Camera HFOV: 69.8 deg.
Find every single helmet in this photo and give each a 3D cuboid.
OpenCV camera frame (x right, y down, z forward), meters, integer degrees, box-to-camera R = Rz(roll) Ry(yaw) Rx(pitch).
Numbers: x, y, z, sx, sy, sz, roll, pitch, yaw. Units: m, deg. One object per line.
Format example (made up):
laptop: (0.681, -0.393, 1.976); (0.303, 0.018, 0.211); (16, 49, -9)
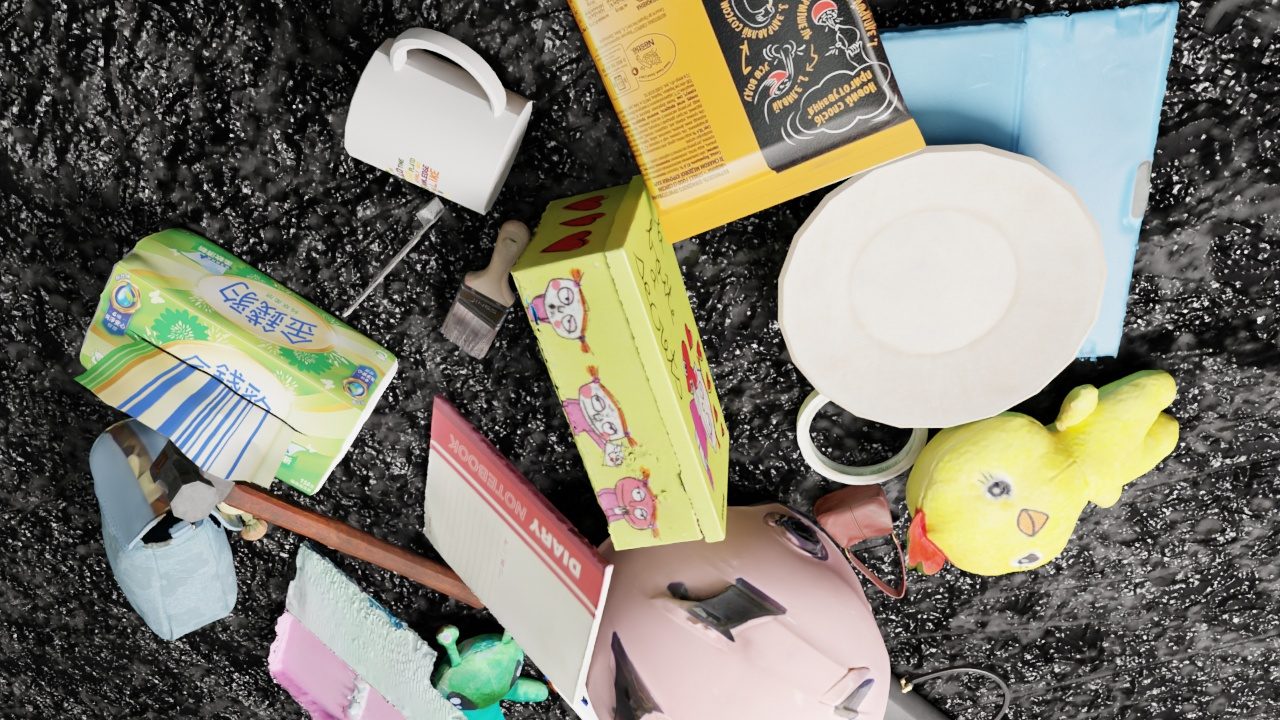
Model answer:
helmet: (0.068, 0.234, 0.686); (0.230, 0.152, 0.255); (-43, 103, 10)

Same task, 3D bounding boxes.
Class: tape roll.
tape roll: (0.161, 0.051, 0.670); (0.093, 0.013, 0.093); (4, 122, 7)

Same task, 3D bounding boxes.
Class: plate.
plate: (0.180, -0.042, 0.560); (0.189, 0.027, 0.189); (3, 121, 5)

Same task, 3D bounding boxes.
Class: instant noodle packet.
instant noodle packet: (0.041, -0.191, 0.506); (0.160, 0.032, 0.221); (-18, 106, 26)

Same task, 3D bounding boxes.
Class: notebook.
notebook: (-0.102, 0.139, 0.691); (0.209, 0.012, 0.153); (38, 131, 33)

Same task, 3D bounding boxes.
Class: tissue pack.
tissue pack: (-0.293, 0.016, 0.644); (0.197, 0.141, 0.120); (28, 121, -9)

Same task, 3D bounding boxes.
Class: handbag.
handbag: (0.230, 0.323, 0.801); (0.175, 0.072, 0.196); (39, 115, -15)
handbag: (-0.373, 0.135, 0.753); (0.122, 0.118, 0.192); (44, 139, 29)
handbag: (0.184, 0.147, 0.722); (0.055, 0.029, 0.119); (-23, 121, 19)

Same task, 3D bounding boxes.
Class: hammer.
hammer: (-0.230, 0.136, 0.707); (0.300, 0.111, 0.028); (38, 83, -41)

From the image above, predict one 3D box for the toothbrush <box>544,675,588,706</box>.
toothbrush: (-0.036, 0.356, 0.887); (0.016, 0.018, 0.182); (-39, 111, -3)

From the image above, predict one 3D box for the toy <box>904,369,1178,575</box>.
toy: (0.269, 0.076, 0.629); (0.208, 0.092, 0.134); (-24, 122, 11)

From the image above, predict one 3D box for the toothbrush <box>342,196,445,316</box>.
toothbrush: (-0.146, -0.067, 0.546); (0.010, 0.181, 0.010); (-27, 111, 17)

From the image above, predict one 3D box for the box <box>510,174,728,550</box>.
box: (-0.003, 0.003, 0.604); (0.081, 0.124, 0.221); (-9, 118, 13)

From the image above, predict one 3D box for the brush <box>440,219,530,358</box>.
brush: (-0.104, -0.046, 0.624); (0.039, 0.012, 0.152); (30, 143, -9)

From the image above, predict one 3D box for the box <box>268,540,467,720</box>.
box: (-0.235, 0.275, 0.802); (0.230, 0.035, 0.160); (30, 114, 26)

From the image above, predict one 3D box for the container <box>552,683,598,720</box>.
container: (-0.004, 0.271, 0.811); (0.129, 0.049, 0.081); (-24, 115, 22)

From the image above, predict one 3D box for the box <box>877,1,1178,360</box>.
box: (0.222, -0.091, 0.562); (0.175, 0.033, 0.232); (-3, 120, 10)

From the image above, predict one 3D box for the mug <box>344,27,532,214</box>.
mug: (-0.118, -0.149, 0.546); (0.089, 0.073, 0.105); (24, 148, -6)

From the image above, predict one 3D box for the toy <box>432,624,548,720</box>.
toy: (-0.153, 0.304, 0.848); (0.130, 0.072, 0.194); (-12, 132, -29)
